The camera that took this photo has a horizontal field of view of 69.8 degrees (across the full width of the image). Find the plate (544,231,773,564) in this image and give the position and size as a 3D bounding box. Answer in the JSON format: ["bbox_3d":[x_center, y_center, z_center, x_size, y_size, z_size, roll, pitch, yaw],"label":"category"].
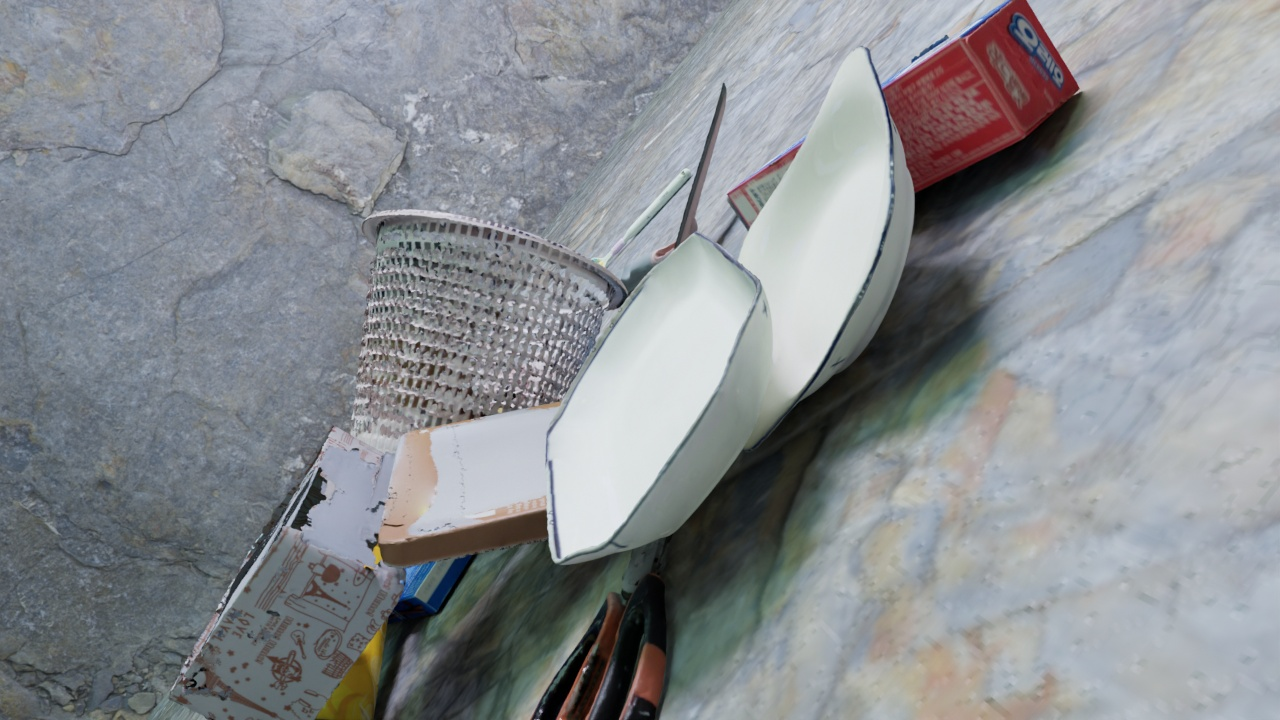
[{"bbox_3d":[0.009,0.015,0.491,0.162,0.034,0.265,-54,14,8],"label":"plate"}]

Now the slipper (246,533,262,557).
[{"bbox_3d":[-0.251,0.158,0.863,0.244,0.074,0.104,-24,-17,-33],"label":"slipper"}]

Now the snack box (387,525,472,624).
[{"bbox_3d":[-0.193,0.189,0.824,0.158,0.026,0.084,-31,23,55],"label":"snack box"}]

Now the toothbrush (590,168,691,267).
[{"bbox_3d":[-0.001,-0.181,1.200,0.190,0.029,0.020,-44,-25,22],"label":"toothbrush"}]

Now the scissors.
[{"bbox_3d":[-0.010,0.118,0.448,0.196,0.015,0.205,-52,13,0],"label":"scissors"}]

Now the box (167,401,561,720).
[{"bbox_3d":[-0.153,0.103,0.579,0.274,0.125,0.178,-32,18,1],"label":"box"}]

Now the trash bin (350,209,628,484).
[{"bbox_3d":[-0.141,0.007,0.755,0.228,0.227,0.192,165,120,-68],"label":"trash bin"}]

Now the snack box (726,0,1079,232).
[{"bbox_3d":[0.128,-0.116,0.503,0.057,0.058,0.208,-39,7,-27],"label":"snack box"}]

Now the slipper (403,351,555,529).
[{"bbox_3d":[-0.189,0.086,1.014,0.273,0.054,0.114,-54,11,-18],"label":"slipper"}]

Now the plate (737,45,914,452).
[{"bbox_3d":[0.088,-0.048,0.444,0.165,0.034,0.163,117,165,-45],"label":"plate"}]

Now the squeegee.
[{"bbox_3d":[0.017,-0.105,0.899,0.250,0.040,0.247,148,141,-67],"label":"squeegee"}]

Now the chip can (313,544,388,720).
[{"bbox_3d":[-0.233,0.223,0.705,0.072,0.072,0.213,-47,23,13],"label":"chip can"}]

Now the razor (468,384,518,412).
[{"bbox_3d":[-0.146,0.083,0.889,0.167,0.067,0.062,-97,23,-63],"label":"razor"}]
